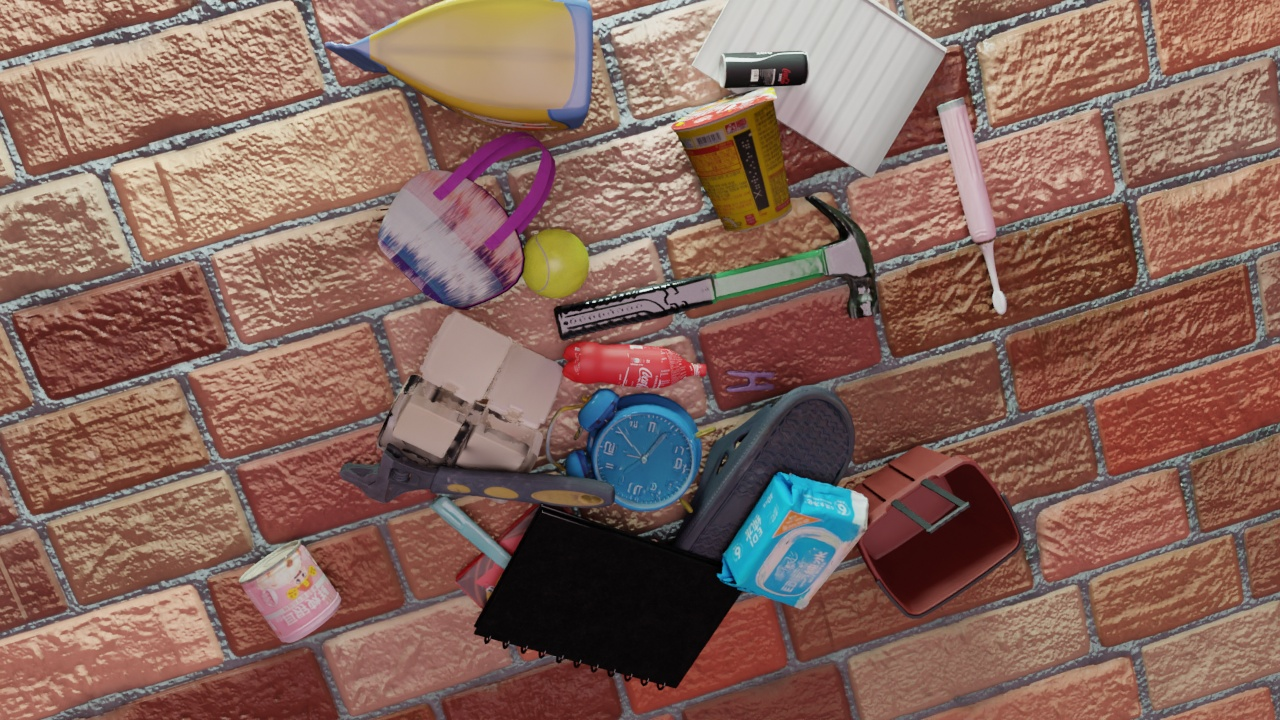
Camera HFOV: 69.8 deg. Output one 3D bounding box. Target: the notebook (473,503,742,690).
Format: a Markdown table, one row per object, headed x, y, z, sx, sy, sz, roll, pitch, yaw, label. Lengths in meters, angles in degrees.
| x | y | z | sx | sy | sz | roll | pitch | yaw | label |
| --- | --- | --- | --- | --- | --- | --- | --- | --- | --- |
| -0.030 | 0.246 | 0.919 | 0.231 | 0.019 | 0.169 | 22 | 112 | -19 | notebook |

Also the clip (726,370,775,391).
| x | y | z | sx | sy | sz | roll | pitch | yaw | label |
| --- | --- | --- | --- | --- | --- | --- | --- | --- | --- |
| 0.112 | 0.020 | 0.935 | 0.052 | 0.013 | 0.036 | -4 | 102 | -8 | clip |

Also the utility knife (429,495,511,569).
| x | y | z | sx | sy | sz | roll | pitch | yaw | label |
| --- | --- | --- | --- | --- | --- | --- | --- | --- | --- |
| -0.146 | 0.191 | 0.912 | 0.158 | 0.015 | 0.022 | 42 | 115 | -3 | utility knife |

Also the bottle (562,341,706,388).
| x | y | z | sx | sy | sz | roll | pitch | yaw | label |
| --- | --- | --- | --- | --- | --- | --- | --- | --- | --- |
| -0.005 | 0.005 | 0.902 | 0.141 | 0.042 | 0.042 | 4 | 100 | -9 | bottle |

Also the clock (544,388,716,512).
| x | y | z | sx | sy | sz | roll | pitch | yaw | label |
| --- | --- | --- | --- | --- | --- | --- | --- | --- | --- |
| -0.014 | 0.090 | 0.907 | 0.161 | 0.060 | 0.117 | 12 | 98 | -3 | clock |

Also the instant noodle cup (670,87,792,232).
| x | y | z | sx | sy | sz | roll | pitch | yaw | label |
| --- | --- | --- | --- | --- | --- | --- | --- | --- | --- |
| 0.092 | -0.184 | 0.861 | 0.100 | 0.100 | 0.112 | -23 | 112 | -2 | instant noodle cup |

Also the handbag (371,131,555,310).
| x | y | z | sx | sy | sz | roll | pitch | yaw | label |
| --- | --- | --- | --- | --- | --- | --- | --- | --- | --- |
| -0.148 | -0.137 | 0.839 | 0.144 | 0.068 | 0.170 | 44 | 94 | 7 | handbag |

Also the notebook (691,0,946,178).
| x | y | z | sx | sy | sz | roll | pitch | yaw | label |
| --- | --- | --- | --- | --- | --- | --- | --- | --- | --- |
| 0.174 | -0.293 | 0.887 | 0.209 | 0.009 | 0.143 | 29 | 96 | -11 | notebook |

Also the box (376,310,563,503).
| x | y | z | sx | sy | sz | roll | pitch | yaw | label |
| --- | --- | --- | --- | --- | --- | --- | --- | --- | --- |
| -0.152 | 0.036 | 0.880 | 0.145 | 0.100 | 0.187 | 28 | 116 | -13 | box |

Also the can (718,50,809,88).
| x | y | z | sx | sy | sz | roll | pitch | yaw | label |
| --- | --- | --- | --- | --- | --- | --- | --- | --- | --- |
| 0.116 | -0.274 | 0.862 | 0.080 | 0.031 | 0.031 | -4 | 100 | -5 | can |

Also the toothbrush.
| x | y | z | sx | sy | sz | roll | pitch | yaw | label |
| --- | --- | --- | --- | --- | --- | --- | --- | --- | --- |
| 0.338 | -0.152 | 0.923 | 0.027 | 0.026 | 0.222 | -8 | 106 | 39 | toothbrush |

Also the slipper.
| x | y | z | sx | sy | sz | roll | pitch | yaw | label |
| --- | --- | --- | --- | --- | --- | --- | --- | --- | --- |
| 0.114 | 0.127 | 0.928 | 0.110 | 0.083 | 0.269 | 24 | 114 | -21 | slipper |

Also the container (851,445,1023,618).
| x | y | z | sx | sy | sz | roll | pitch | yaw | label |
| --- | --- | --- | --- | --- | --- | --- | --- | --- | --- |
| 0.284 | 0.166 | 0.884 | 0.148 | 0.201 | 0.127 | -35 | 102 | 0 | container |

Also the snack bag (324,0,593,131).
| x | y | z | sx | sy | sz | roll | pitch | yaw | label |
| --- | --- | --- | --- | --- | --- | --- | --- | --- | --- |
| -0.146 | -0.252 | 0.782 | 0.205 | 0.159 | 0.102 | 1 | 101 | -5 | snack bag |

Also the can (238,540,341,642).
| x | y | z | sx | sy | sz | roll | pitch | yaw | label |
| --- | --- | --- | --- | --- | --- | --- | --- | --- | --- |
| -0.339 | 0.225 | 0.892 | 0.067 | 0.067 | 0.076 | -31 | 101 | -1 | can |

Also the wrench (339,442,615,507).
| x | y | z | sx | sy | sz | roll | pitch | yaw | label |
| --- | --- | --- | --- | --- | --- | --- | --- | --- | --- |
| -0.159 | 0.117 | 0.874 | 0.273 | 0.022 | 0.073 | 4 | 130 | 9 | wrench |

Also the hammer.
| x | y | z | sx | sy | sz | roll | pitch | yaw | label |
| --- | --- | --- | --- | --- | --- | --- | --- | --- | --- |
| 0.073 | -0.073 | 0.905 | 0.318 | 0.032 | 0.130 | -14 | 102 | -3 | hammer |

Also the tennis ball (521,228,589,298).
| x | y | z | sx | sy | sz | roll | pitch | yaw | label |
| --- | --- | --- | --- | --- | --- | --- | --- | --- | --- |
| -0.081 | -0.091 | 0.865 | 0.065 | 0.065 | 0.065 | -1 | 100 | -6 | tennis ball |

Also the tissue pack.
| x | y | z | sx | sy | sz | roll | pitch | yaw | label |
| --- | --- | --- | --- | --- | --- | --- | --- | --- | --- |
| 0.146 | 0.176 | 0.879 | 0.092 | 0.061 | 0.145 | 18 | 119 | -21 | tissue pack |

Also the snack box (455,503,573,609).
| x | y | z | sx | sy | sz | roll | pitch | yaw | label |
| --- | --- | --- | --- | --- | --- | --- | --- | --- | --- |
| -0.111 | 0.209 | 0.938 | 0.133 | 0.021 | 0.089 | -43 | 100 | 2 | snack box |
